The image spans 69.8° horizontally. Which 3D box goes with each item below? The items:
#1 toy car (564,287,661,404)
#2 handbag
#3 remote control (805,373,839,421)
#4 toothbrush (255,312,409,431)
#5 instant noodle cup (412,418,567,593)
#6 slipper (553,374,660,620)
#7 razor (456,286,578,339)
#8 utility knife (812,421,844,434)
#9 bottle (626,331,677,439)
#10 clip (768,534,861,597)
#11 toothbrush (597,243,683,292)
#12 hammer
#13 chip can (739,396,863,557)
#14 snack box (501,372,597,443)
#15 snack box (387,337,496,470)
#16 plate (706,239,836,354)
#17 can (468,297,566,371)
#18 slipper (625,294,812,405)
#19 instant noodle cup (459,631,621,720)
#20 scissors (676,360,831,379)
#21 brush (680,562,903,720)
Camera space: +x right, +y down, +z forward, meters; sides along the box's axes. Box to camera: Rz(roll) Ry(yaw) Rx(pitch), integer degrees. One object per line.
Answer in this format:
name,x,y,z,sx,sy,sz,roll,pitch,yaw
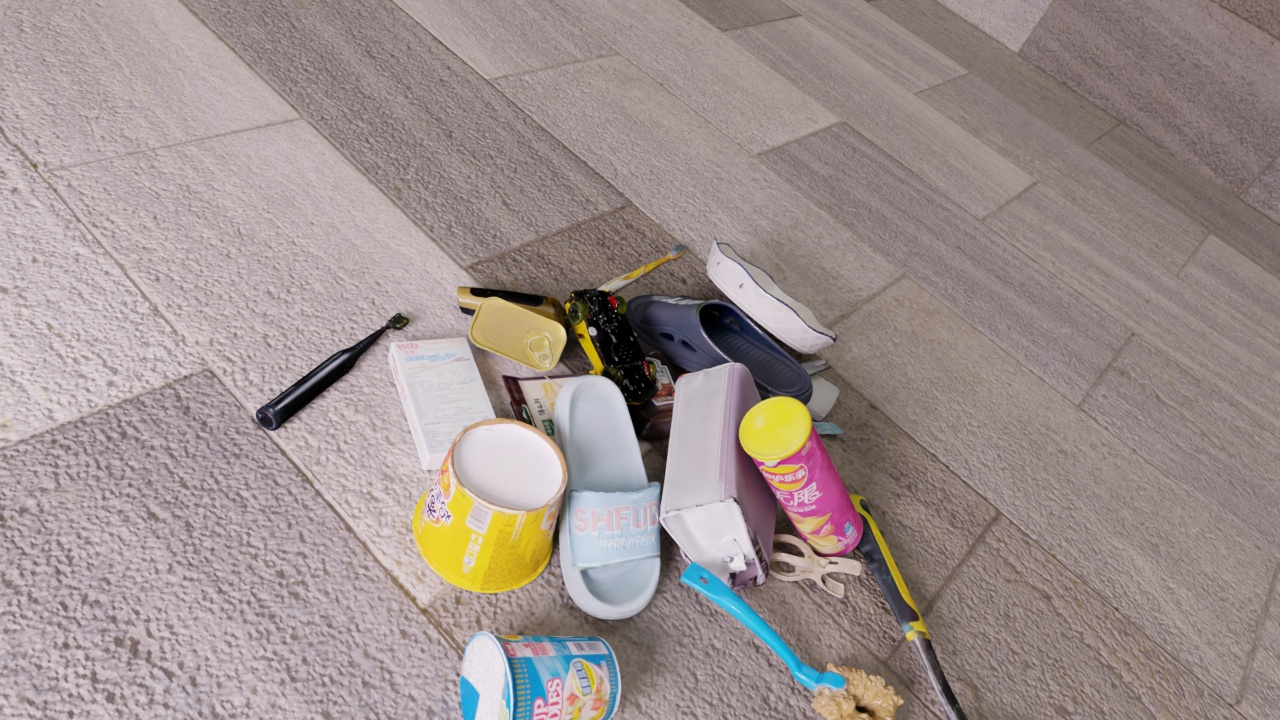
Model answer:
toy car,-0.034,-0.016,1.033,0.071,0.041,0.155,-12,67,-40
handbag,0.087,0.121,0.959,0.145,0.099,0.196,55,29,-32
remote control,0.183,0.020,1.186,0.150,0.021,0.058,33,50,9
toothbrush,-0.311,0.004,0.952,0.027,0.026,0.212,23,39,15
instant noodle cup,-0.134,0.128,0.852,0.138,0.110,0.137,14,42,-13
slipper,-0.027,0.126,0.894,0.104,0.074,0.245,3,67,-33
razor,-0.134,-0.062,1.086,0.167,0.068,0.062,10,35,-8
utility knife,0.157,0.079,1.117,0.210,0.022,0.031,-1,48,-18
bottle,-0.006,0.006,1.091,0.079,0.044,0.194,-5,49,-32
clip,0.178,0.217,0.972,0.100,0.072,0.034,17,41,-1
toothbrush,0.003,-0.125,1.248,0.016,0.018,0.190,40,43,18
hammer,0.282,0.274,0.955,0.126,0.032,0.322,23,32,-34
chip can,0.170,0.125,0.941,0.071,0.210,0.071,-17,46,18
snack box,-0.081,0.068,0.982,0.125,0.053,0.113,-4,50,-29
snack box,-0.205,0.042,0.966,0.084,0.027,0.156,-5,50,-30
plate,0.166,-0.079,1.205,0.205,0.046,0.204,37,14,-11
can,-0.135,-0.027,1.021,0.102,0.057,0.083,22,-3,-5
slipper,0.099,-0.034,1.128,0.268,0.083,0.110,31,39,27
instant noodle cup,-0.079,0.267,0.755,0.109,0.099,0.099,4,45,-33
scissors,0.152,0.039,1.129,0.235,0.022,0.141,1,38,-12
brush,0.144,0.280,0.877,0.254,0.046,0.082,39,44,6
